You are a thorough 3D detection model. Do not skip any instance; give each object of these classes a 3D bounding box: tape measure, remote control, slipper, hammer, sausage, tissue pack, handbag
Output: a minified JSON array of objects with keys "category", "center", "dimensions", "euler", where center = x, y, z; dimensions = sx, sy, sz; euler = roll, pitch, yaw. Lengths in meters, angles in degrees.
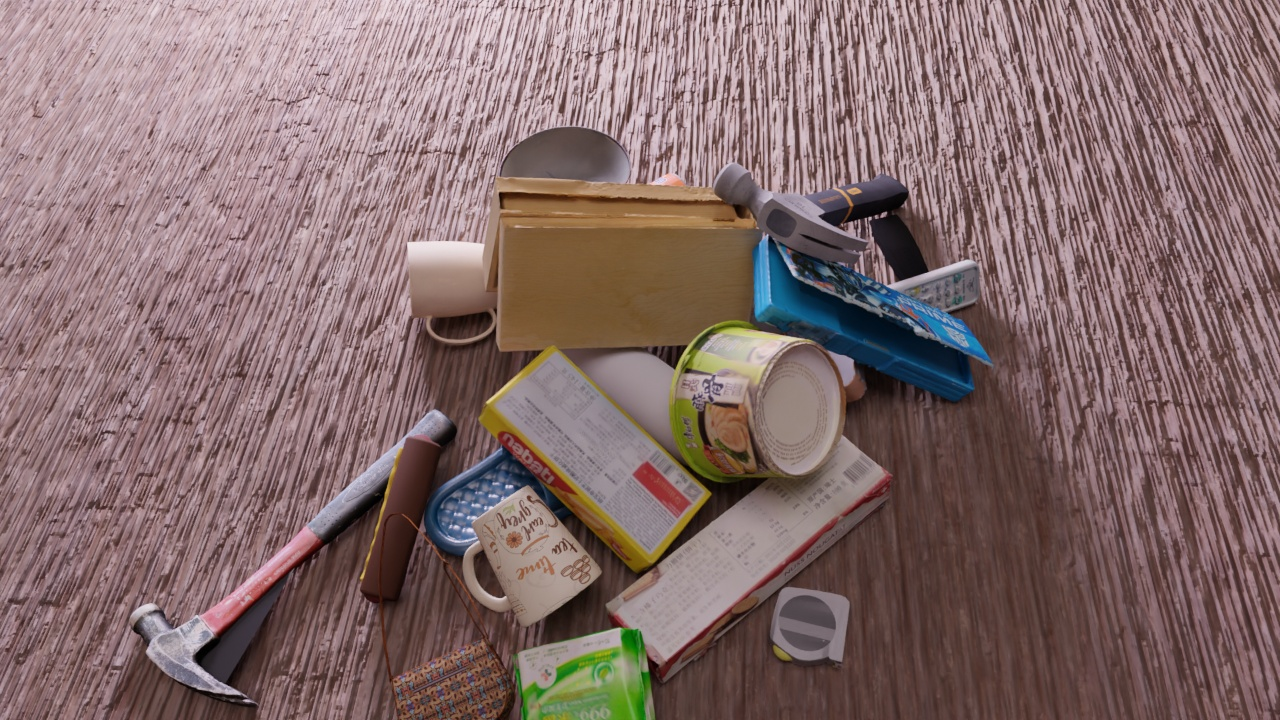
[{"category":"tape measure","center":[0.144,0.228,0.780],"dimensions":[0.065,0.017,0.064],"euler":[10,57,11]},{"category":"remote control","center":[0.290,-0.113,1.007],"dimensions":[0.039,0.010,0.124],"euler":[-14,57,-5]},{"category":"slipper","center":[-0.104,0.105,0.857],"dimensions":[0.213,0.059,0.103],"euler":[-26,56,-12]},{"category":"remote control","center":[0.290,-0.066,0.954],"dimensions":[0.133,0.050,0.022],"euler":[-18,31,-8]},{"category":"hammer","center":[0.202,-0.163,0.937],"dimensions":[0.139,0.035,0.311],"euler":[38,32,18]},{"category":"hammer","center":[-0.293,0.167,0.842],"dimensions":[0.140,0.036,0.325],"euler":[34,64,25]},{"category":"sausage","center":[-0.217,0.141,0.830],"dimensions":[0.040,0.040,0.155],"euler":[9,71,10]},{"category":"tissue pack","center":[-0.044,0.268,0.732],"dimensions":[0.114,0.034,0.099],"euler":[-19,64,17]},{"category":"handbag","center":[-0.177,0.221,0.768],"dimensions":[0.093,0.043,0.195],"euler":[-24,74,-4]}]

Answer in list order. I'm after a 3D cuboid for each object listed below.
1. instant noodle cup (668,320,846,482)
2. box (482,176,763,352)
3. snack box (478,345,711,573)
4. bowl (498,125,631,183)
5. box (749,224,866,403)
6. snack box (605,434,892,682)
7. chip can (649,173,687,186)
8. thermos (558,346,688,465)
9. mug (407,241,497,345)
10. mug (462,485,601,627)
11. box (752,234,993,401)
[{"category":"instant noodle cup","center":[0.106,0.039,0.801],"dimensions":[0.098,0.146,0.146],"euler":[5,47,51]},{"category":"box","center":[-0.018,-0.095,0.883],"dimensions":[0.248,0.141,0.148],"euler":[-2,49,-17]},{"category":"snack box","center":[-0.041,0.086,0.819],"dimensions":[0.200,0.042,0.092],"euler":[43,58,3]},{"category":"bowl","center":[-0.085,-0.202,1.065],"dimensions":[0.151,0.057,0.150],"euler":[-2,55,3]},{"category":"box","center":[0.148,-0.044,0.950],"dimensions":[0.157,0.063,0.216],"euler":[-4,55,10]},{"category":"snack box","center":[0.100,0.168,0.810],"dimensions":[0.272,0.044,0.076],"euler":[-34,55,-19]},{"category":"chip can","center":[-0.038,-0.132,1.010],"dimensions":[0.210,0.062,0.062],"euler":[-32,60,-17]},{"category":"thermos","center":[-0.005,0.005,0.916],"dimensions":[0.230,0.069,0.101],"euler":[37,54,26]},{"category":"mug","center":[-0.192,-0.072,0.977],"dimensions":[0.104,0.085,0.111],"euler":[-4,83,-13]},{"category":"mug","center":[-0.107,0.173,0.792],"dimensions":[0.097,0.122,0.080],"euler":[56,30,4]},{"category":"box","center":[0.221,-0.046,0.864],"dimensions":[0.243,0.066,0.090],"euler":[20,51,-22]}]
